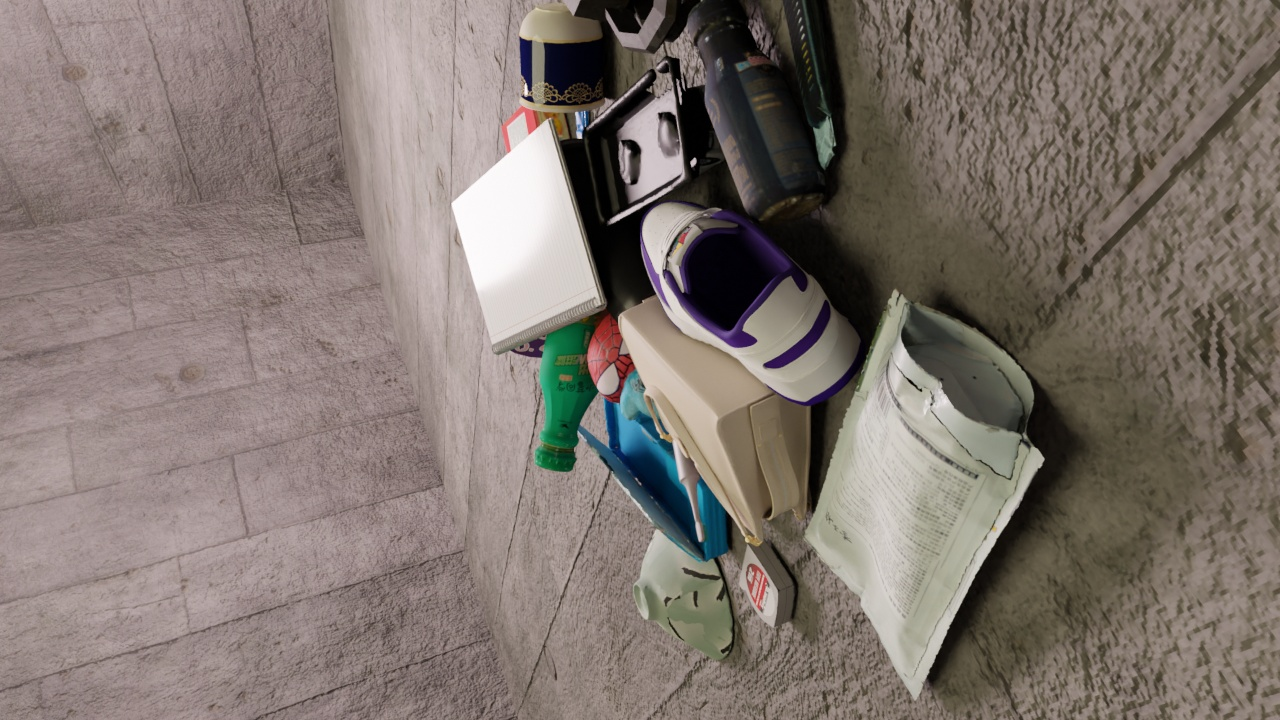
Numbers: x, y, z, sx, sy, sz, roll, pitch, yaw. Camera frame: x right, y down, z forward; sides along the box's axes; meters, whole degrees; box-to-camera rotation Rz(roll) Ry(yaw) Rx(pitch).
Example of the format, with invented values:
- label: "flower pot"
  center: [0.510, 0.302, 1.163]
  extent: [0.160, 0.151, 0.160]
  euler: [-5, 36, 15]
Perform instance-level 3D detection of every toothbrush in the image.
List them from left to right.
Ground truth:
- label: "toothbrush"
  center: [0.041, 0.083, 0.860]
  extent: [0.018, 0.019, 0.187]
  euler: [-47, 42, 43]

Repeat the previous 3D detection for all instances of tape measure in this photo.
- label: "tape measure"
  center: [0.113, 0.198, 0.811]
  extent: [0.062, 0.020, 0.060]
  euler: [-125, 29, -42]

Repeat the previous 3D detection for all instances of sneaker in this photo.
- label: "sneaker"
  center: [0.048, -0.066, 0.650]
  extent: [0.111, 0.092, 0.244]
  euler: [39, -176, -43]

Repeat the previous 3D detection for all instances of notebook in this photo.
- label: "notebook"
  center: [-0.121, -0.111, 0.921]
  extent: [0.246, 0.013, 0.178]
  euler: [-18, 88, 57]

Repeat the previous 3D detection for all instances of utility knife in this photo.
- label: "utility knife"
  center: [0.103, -0.214, 0.574]
  extent: [0.029, 0.020, 0.188]
  euler: [-172, 70, -70]

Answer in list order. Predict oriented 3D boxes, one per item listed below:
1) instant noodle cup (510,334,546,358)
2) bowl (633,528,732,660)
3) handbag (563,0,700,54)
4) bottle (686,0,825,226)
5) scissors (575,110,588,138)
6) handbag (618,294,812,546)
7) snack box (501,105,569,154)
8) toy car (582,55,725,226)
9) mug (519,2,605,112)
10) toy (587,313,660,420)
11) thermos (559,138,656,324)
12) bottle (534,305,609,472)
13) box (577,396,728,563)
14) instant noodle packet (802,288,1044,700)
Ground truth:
- label: "instant noodle cup"
  center: [-0.108, -0.089, 1.067]
  extent: [0.137, 0.122, 0.121]
  euler: [111, 156, -60]
- label: "bowl"
  center: [0.030, 0.249, 0.994]
  extent: [0.174, 0.067, 0.174]
  euler: [164, 90, -71]
- label: "handbag"
  center: [-0.010, -0.326, 0.674]
  extent: [0.198, 0.102, 0.199]
  euler: [143, 111, -68]
- label: "bottle"
  center: [0.075, -0.170, 0.621]
  extent: [0.056, 0.056, 0.160]
  euler: [131, 122, -66]
- label: "scissors"
  center: [-0.060, -0.238, 0.991]
  extent: [0.070, 0.022, 0.131]
  euler: [-126, 33, -47]
- label: "handbag"
  center: [0.069, 0.063, 0.758]
  extent: [0.194, 0.101, 0.198]
  euler: [48, 158, 51]
- label: "snack box"
  center: [-0.119, -0.232, 1.106]
  extent: [0.145, 0.040, 0.142]
  euler: [180, 77, -68]
- label: "toy car"
  center: [0.020, -0.172, 0.742]
  extent: [0.192, 0.071, 0.094]
  euler: [170, 87, -69]
- label: "mug"
  center: [-0.076, -0.304, 0.906]
  extent: [0.111, 0.086, 0.089]
  euler: [-87, -1, -60]
- label: "toy"
  center: [-0.005, 0.005, 0.887]
  extent: [0.133, 0.062, 0.092]
  euler: [46, 112, 43]
- label: "thermos"
  center: [-0.034, -0.116, 0.888]
  extent: [0.218, 0.105, 0.106]
  euler: [55, 151, 33]
- label: "bottle"
  center: [-0.072, 0.012, 0.963]
  extent: [0.068, 0.068, 0.210]
  euler: [25, 105, 65]
- label: "box"
  center: [-0.001, 0.116, 0.962]
  extent: [0.243, 0.085, 0.092]
  euler: [-138, 38, -56]
- label: "instant noodle packet"
  center: [0.168, 0.094, 0.580]
  extent: [0.270, 0.057, 0.146]
  euler: [92, 157, -47]
